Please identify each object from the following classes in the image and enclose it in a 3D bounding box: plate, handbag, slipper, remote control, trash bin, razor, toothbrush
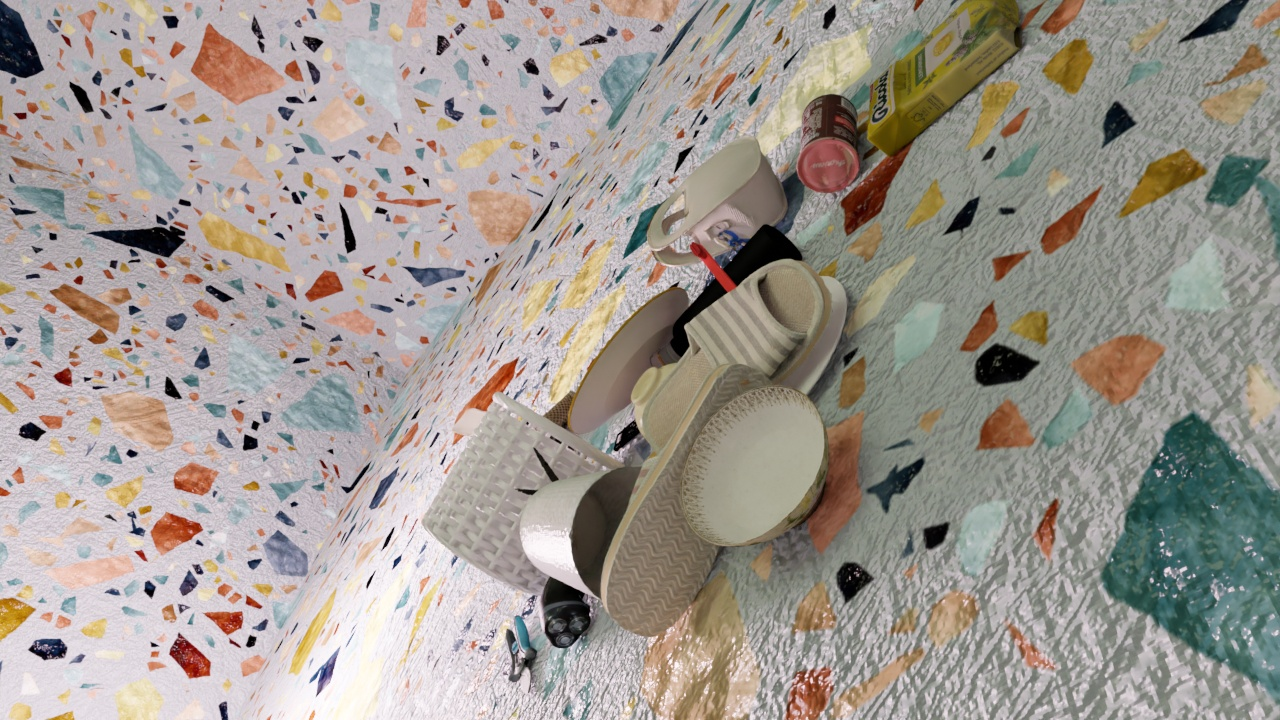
[{"bbox_3d":[0.142,0.004,0.951,0.209,0.015,0.208,-49,19,23],"label":"plate"},{"bbox_3d":[0.101,-0.202,1.261,0.200,0.093,0.200,-29,27,21],"label":"handbag"},{"bbox_3d":[0.083,0.006,0.923,0.273,0.054,0.114,-48,53,35],"label":"slipper"},{"bbox_3d":[-0.169,0.131,1.463,0.186,0.047,0.123,-44,0,36],"label":"handbag"},{"bbox_3d":[0.043,0.124,0.848,0.052,0.115,0.262,18,81,61],"label":"slipper"},{"bbox_3d":[-0.007,0.007,1.165,0.229,0.021,0.230,-46,-18,-19],"label":"plate"},{"bbox_3d":[0.009,0.073,1.188,0.140,0.009,0.030,-42,22,37],"label":"remote control"},{"bbox_3d":[-0.045,0.174,0.934,0.162,0.133,0.133,-12,47,60],"label":"trash bin"},{"bbox_3d":[-0.073,0.254,1.032,0.064,0.053,0.140,-6,38,24],"label":"razor"},{"bbox_3d":[0.100,-0.084,1.044,0.012,0.018,0.212,-54,36,18],"label":"toothbrush"}]

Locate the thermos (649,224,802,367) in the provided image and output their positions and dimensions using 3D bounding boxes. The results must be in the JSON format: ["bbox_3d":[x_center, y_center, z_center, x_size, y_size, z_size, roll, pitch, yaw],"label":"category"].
[{"bbox_3d":[0.095,-0.060,1.110,0.232,0.061,0.061,-48,19,25],"label":"thermos"}]

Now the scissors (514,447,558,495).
[{"bbox_3d":[-0.069,0.168,1.037,0.013,0.170,0.157,-25,77,42],"label":"scissors"}]

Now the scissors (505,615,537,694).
[{"bbox_3d":[-0.147,0.356,1.094,0.139,0.019,0.135,-39,27,41],"label":"scissors"}]

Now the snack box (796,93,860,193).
[{"bbox_3d":[0.226,-0.262,1.103,0.072,0.072,0.121,-43,22,37],"label":"snack box"}]

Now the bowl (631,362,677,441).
[{"bbox_3d":[0.032,0.047,1.068,0.118,0.074,0.117,-49,19,23],"label":"bowl"}]

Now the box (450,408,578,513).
[{"bbox_3d":[-0.201,0.153,1.333,0.144,0.184,0.098,-46,28,37],"label":"box"}]

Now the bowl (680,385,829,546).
[{"bbox_3d":[0.108,0.097,0.770,0.145,0.063,0.145,-29,43,31],"label":"bowl"}]

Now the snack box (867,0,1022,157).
[{"bbox_3d":[0.322,-0.317,0.989,0.181,0.045,0.121,-40,24,42],"label":"snack box"}]

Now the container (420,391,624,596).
[{"bbox_3d":[-0.145,0.165,1.141,0.186,0.189,0.189,-60,18,-6],"label":"container"}]
